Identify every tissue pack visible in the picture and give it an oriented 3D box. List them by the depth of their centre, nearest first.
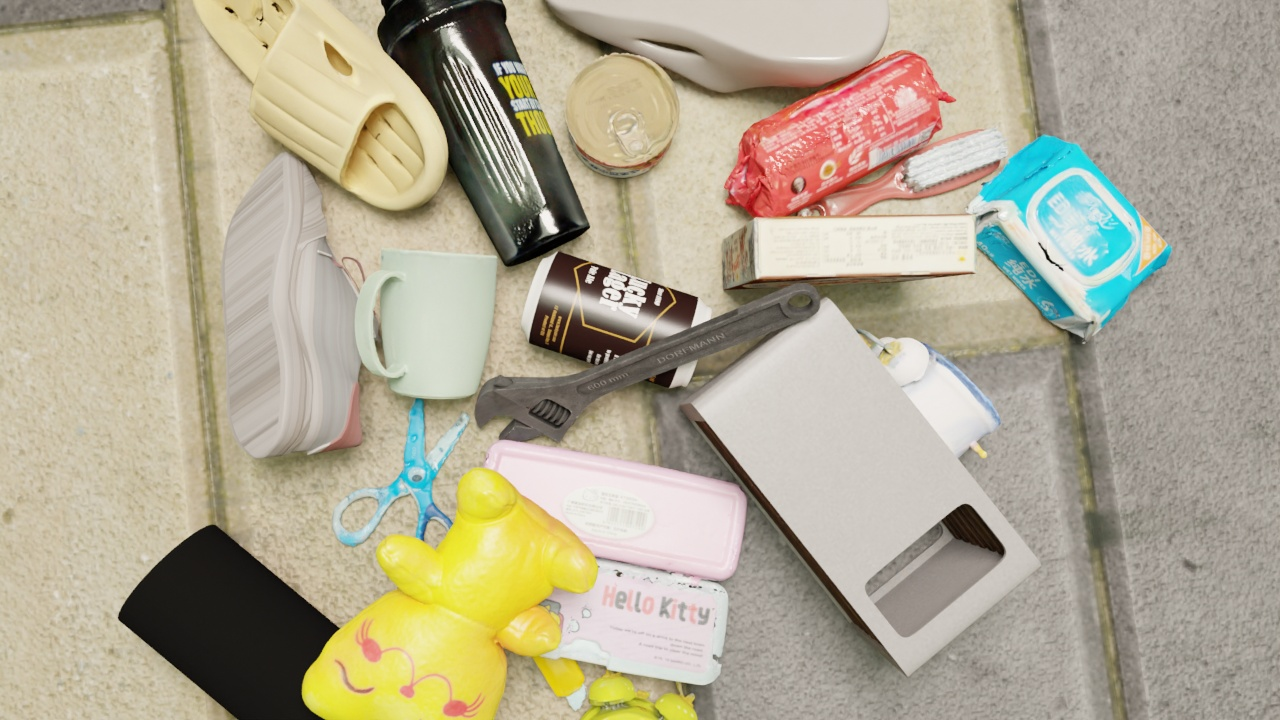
[{"bbox_3d":[0.322,-0.094,0.697,0.093,0.062,0.144,-43,89,-3],"label":"tissue pack"}]

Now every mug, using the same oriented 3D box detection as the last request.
[{"bbox_3d":[-0.157,-0.027,0.655,0.084,0.111,0.104,8,97,30],"label":"mug"}]

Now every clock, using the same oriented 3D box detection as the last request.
[{"bbox_3d":[-0.007,0.277,0.669,0.083,0.057,0.119,18,79,1],"label":"clock"},{"bbox_3d":[0.205,0.020,0.675,0.052,0.089,0.125,-44,90,2],"label":"clock"}]

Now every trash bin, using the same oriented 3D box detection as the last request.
[{"bbox_3d":[0.147,0.085,0.654,0.114,0.114,0.229,-38,89,-4],"label":"trash bin"}]

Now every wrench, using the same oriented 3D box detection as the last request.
[{"bbox_3d":[-0.004,0.004,0.639,0.274,0.018,0.073,-22,128,24],"label":"wrench"}]

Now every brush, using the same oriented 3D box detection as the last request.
[{"bbox_3d":[0.204,-0.140,0.712,0.172,0.030,0.041,-21,87,-2],"label":"brush"}]

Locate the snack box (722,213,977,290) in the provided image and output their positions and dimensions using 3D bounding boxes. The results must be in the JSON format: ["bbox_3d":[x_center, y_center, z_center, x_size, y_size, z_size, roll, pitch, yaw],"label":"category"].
[{"bbox_3d":[0.138,-0.075,0.647,0.143,0.147,0.041,-2,93,-3],"label":"snack box"}]

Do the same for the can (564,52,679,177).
[{"bbox_3d":[-0.014,-0.185,0.700,0.086,0.043,0.086,0,87,-2],"label":"can"}]

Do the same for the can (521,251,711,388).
[{"bbox_3d":[-0.018,-0.029,0.677,0.128,0.072,0.072,18,86,-1],"label":"can"}]

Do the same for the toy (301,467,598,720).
[{"bbox_3d":[-0.126,0.166,0.610,0.134,0.087,0.194,34,90,-15],"label":"toy"}]

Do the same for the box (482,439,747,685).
[{"bbox_3d":[-0.028,0.146,0.673,0.201,0.037,0.152,11,76,-1],"label":"box"}]

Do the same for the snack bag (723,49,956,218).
[{"bbox_3d":[0.145,-0.168,0.685,0.176,0.082,0.082,-28,88,-4],"label":"snack bag"}]

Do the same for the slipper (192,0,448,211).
[{"bbox_3d":[-0.251,-0.201,0.657,0.261,0.112,0.079,46,44,7],"label":"slipper"}]

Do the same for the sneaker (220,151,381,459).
[{"bbox_3d":[-0.240,-0.038,0.672,0.099,0.089,0.235,-22,65,33],"label":"sneaker"}]

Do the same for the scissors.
[{"bbox_3d":[-0.162,0.099,0.696,0.118,0.013,0.140,39,85,1],"label":"scissors"}]

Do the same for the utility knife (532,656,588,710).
[{"bbox_3d":[-0.087,0.193,0.689,0.030,0.017,0.159,-33,85,1],"label":"utility knife"}]

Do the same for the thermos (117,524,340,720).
[{"bbox_3d":[-0.257,0.213,0.648,0.198,0.086,0.086,40,86,0],"label":"thermos"}]

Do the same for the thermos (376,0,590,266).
[{"bbox_3d":[-0.116,-0.182,0.676,0.098,0.098,0.221,-26,93,-3],"label":"thermos"}]

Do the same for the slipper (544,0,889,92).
[{"bbox_3d":[0.052,-0.256,0.698,0.266,0.081,0.112,14,65,13],"label":"slipper"}]
